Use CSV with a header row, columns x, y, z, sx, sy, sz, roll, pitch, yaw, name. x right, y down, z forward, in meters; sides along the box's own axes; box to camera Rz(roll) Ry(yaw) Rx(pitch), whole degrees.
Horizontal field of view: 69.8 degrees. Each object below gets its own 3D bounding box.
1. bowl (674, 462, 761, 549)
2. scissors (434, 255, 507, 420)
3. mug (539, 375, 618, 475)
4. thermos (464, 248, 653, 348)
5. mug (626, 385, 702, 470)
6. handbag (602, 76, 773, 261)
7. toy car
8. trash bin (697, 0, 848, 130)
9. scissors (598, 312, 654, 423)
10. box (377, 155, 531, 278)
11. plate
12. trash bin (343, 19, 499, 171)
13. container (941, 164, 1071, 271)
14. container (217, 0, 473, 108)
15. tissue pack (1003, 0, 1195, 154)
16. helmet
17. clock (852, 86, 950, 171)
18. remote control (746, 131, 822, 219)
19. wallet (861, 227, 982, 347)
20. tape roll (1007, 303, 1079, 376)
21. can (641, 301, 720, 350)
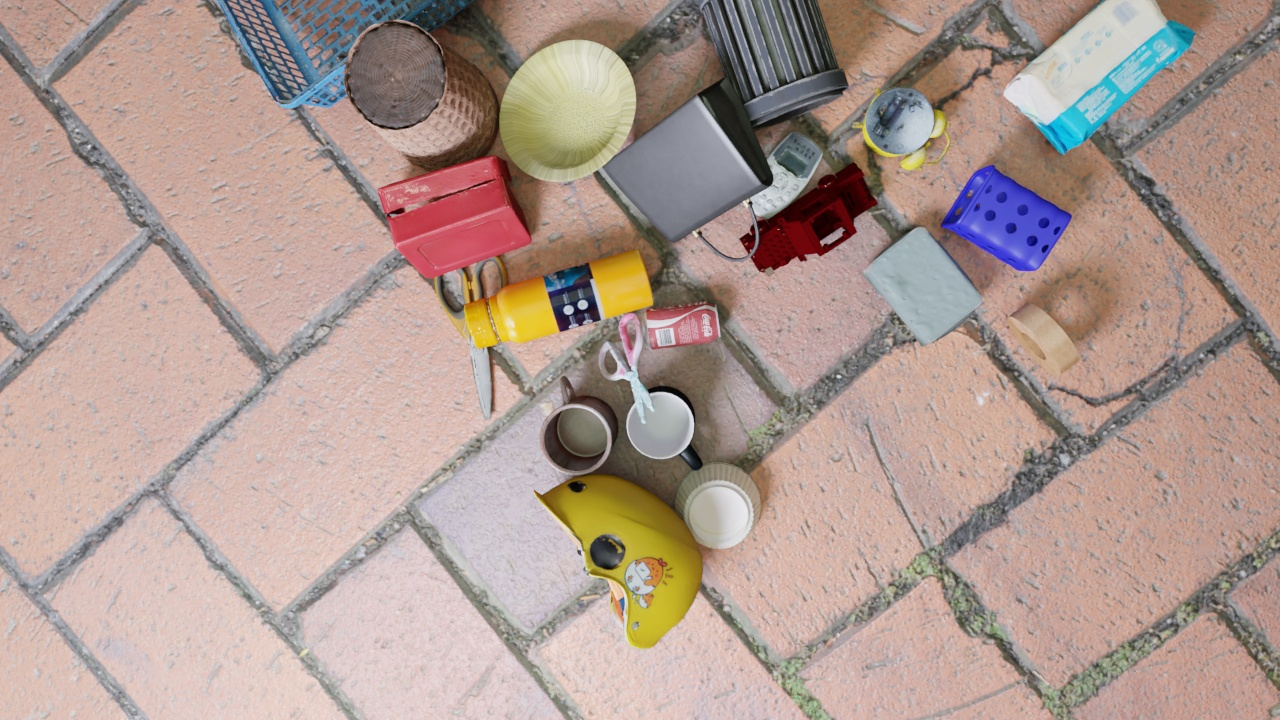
x,y,z,sx,sy,sz,roll,pitch,yaw,name
0.101,0.194,1.194,0.115,0.062,0.115,0,95,4,bowl
-0.228,-0.030,1.225,0.114,0.016,0.229,0,94,5,scissors
-0.081,0.078,1.178,0.096,0.110,0.123,-13,93,0,mug
-0.104,-0.073,1.174,0.232,0.091,0.076,-17,79,-2,thermos
0.039,0.091,1.174,0.085,0.094,0.121,-39,91,7,mug
0.080,-0.208,1.122,0.176,0.072,0.196,-26,103,45,handbag
0.214,-0.170,1.145,0.170,0.061,0.070,-33,123,6,toy car
0.148,-0.405,1.096,0.164,0.164,0.227,-19,96,6,trash bin
-0.018,0.025,1.150,0.016,0.178,0.101,18,130,-33,scissors
-0.230,-0.180,1.153,0.157,0.137,0.126,-16,94,3,box
-0.088,-0.311,1.168,0.185,0.036,0.184,-3,82,18,plate
-0.266,-0.313,1.108,0.151,0.210,0.151,0,95,5,trash bin
0.448,-0.172,1.126,0.113,0.085,0.084,31,97,0,container
-0.334,-0.490,1.136,0.362,0.089,0.257,-34,76,6,container
0.556,-0.359,1.112,0.209,0.066,0.117,-42,90,5,tissue pack
-0.012,0.226,1.145,0.139,0.209,0.240,-33,88,-9,helmet
0.329,-0.287,1.139,0.119,0.057,0.083,31,96,2,clock
0.181,-0.234,1.170,0.060,0.028,0.114,38,96,0,remote control
0.354,-0.093,1.157,0.100,0.054,0.131,-37,89,-3,wallet
0.495,-0.026,1.129,0.027,0.094,0.094,-38,91,6,tape roll
0.052,-0.045,1.183,0.096,0.054,0.054,-8,94,5,can
